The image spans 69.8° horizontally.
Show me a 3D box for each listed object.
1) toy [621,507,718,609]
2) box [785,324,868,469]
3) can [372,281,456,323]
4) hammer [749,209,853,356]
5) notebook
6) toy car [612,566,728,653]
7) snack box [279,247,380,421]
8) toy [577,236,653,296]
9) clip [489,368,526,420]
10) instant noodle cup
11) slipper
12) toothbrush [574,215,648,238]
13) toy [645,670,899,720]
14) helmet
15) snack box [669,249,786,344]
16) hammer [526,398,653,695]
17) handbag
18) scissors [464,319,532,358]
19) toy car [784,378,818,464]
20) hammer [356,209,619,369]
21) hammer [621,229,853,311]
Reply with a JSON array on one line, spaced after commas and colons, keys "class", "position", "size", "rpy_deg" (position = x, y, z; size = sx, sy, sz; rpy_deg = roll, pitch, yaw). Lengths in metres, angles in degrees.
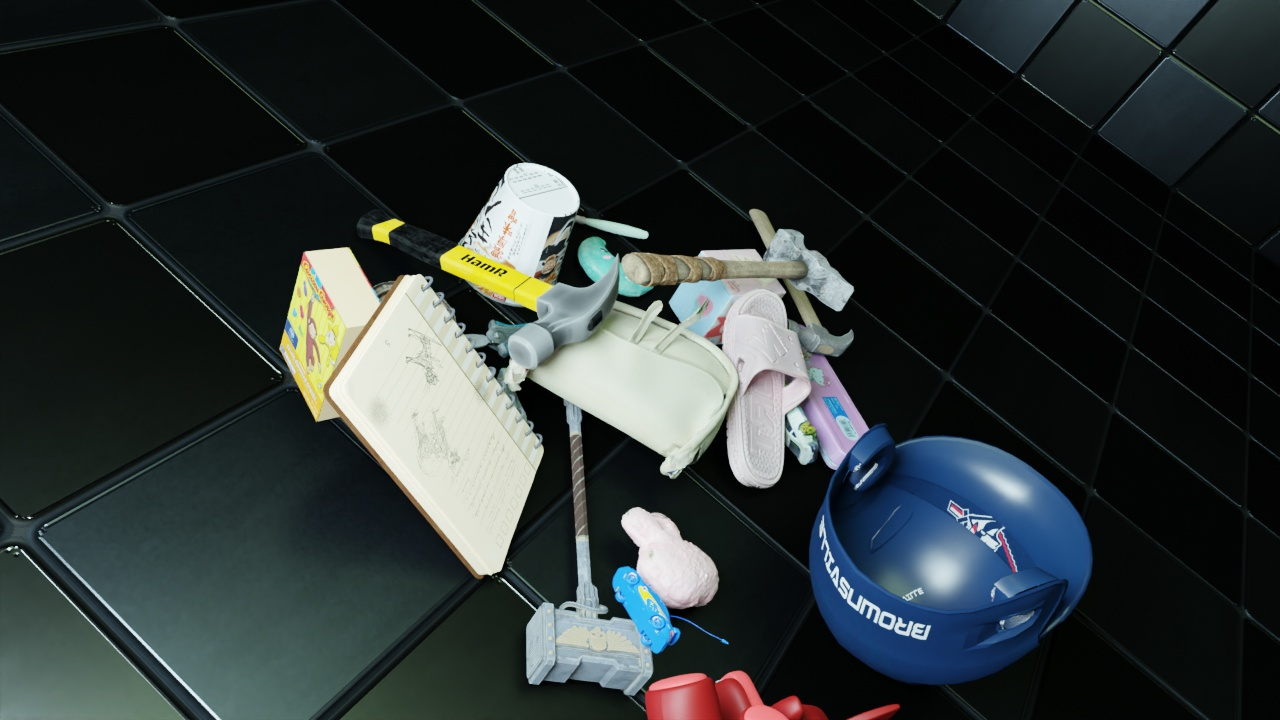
[{"class": "toy", "position": [0.025, 0.181, 0.844], "size": [0.108, 0.053, 0.105], "rpy_deg": [21, 31, -54]}, {"class": "box", "position": [0.217, 0.041, 1.135], "size": [0.076, 0.034, 0.214], "rpy_deg": [0, 50, -35]}, {"class": "can", "position": [-0.228, -0.020, 0.875], "size": [0.090, 0.075, 0.089], "rpy_deg": [18, 42, -17]}, {"class": "hammer", "position": [0.201, -0.115, 1.263], "size": [0.119, 0.031, 0.330], "rpy_deg": [17, 32, -24]}, {"class": "notebook", "position": [-0.161, 0.052, 0.784], "size": [0.225, 0.024, 0.167], "rpy_deg": [60, 29, -31]}, {"class": "toy car", "position": [0.024, 0.208, 0.768], "size": [0.061, 0.033, 0.092], "rpy_deg": [-11, 52, -34]}, {"class": "snack box", "position": [-0.272, -0.022, 0.810], "size": [0.040, 0.126, 0.088], "rpy_deg": [-13, 58, -41]}, {"class": "toy", "position": [-0.036, -0.117, 1.132], "size": [0.105, 0.033, 0.084], "rpy_deg": [44, 31, 14]}, {"class": "clip", "position": [-0.137, 0.040, 0.917], "size": [0.044, 0.023, 0.076], "rpy_deg": [-2, 49, -32]}, {"class": "instant noodle cup", "position": [-0.130, -0.146, 1.028], "size": [0.123, 0.122, 0.123], "rpy_deg": [18, 42, -17]}, {"class": "slipper", "position": [0.143, 0.022, 1.020], "size": [0.094, 0.065, 0.238], "rpy_deg": [23, 61, -36]}, {"class": "toothbrush", "position": [-0.057, -0.176, 1.188], "size": [0.154, 0.015, 0.022], "rpy_deg": [7, 15, -28]}, {"class": "toy", "position": [0.077, 0.298, 0.693], "size": [0.197, 0.159, 0.120], "rpy_deg": [6, 41, -30]}, {"class": "helmet", "position": [0.293, 0.187, 0.883], "size": [0.271, 0.223, 0.232], "rpy_deg": [-32, 52, -16]}, {"class": "snack box", "position": [0.106, -0.078, 1.135], "size": [0.094, 0.093, 0.079], "rpy_deg": [-6, 53, -38]}, {"class": "hammer", "position": [-0.056, 0.145, 0.853], "size": [0.098, 0.044, 0.321], "rpy_deg": [14, 41, -21]}, {"class": "handbag", "position": [-0.006, 0.006, 0.933], "size": [0.229, 0.132, 0.183], "rpy_deg": [28, 33, -6]}, {"class": "scissors", "position": [-0.136, -0.030, 0.990], "size": [0.136, 0.019, 0.137], "rpy_deg": [25, 42, -6]}, {"class": "toy car", "position": [0.176, 0.072, 1.070], "size": [0.033, 0.048, 0.105], "rpy_deg": [-17, 56, -5]}, {"class": "hammer", "position": [-0.169, -0.098, 0.938], "size": [0.325, 0.034, 0.169], "rpy_deg": [24, 45, 27]}, {"class": "hammer", "position": [0.107, -0.100, 1.017], "size": [0.318, 0.049, 0.121], "rpy_deg": [-5, 43, -43]}]
